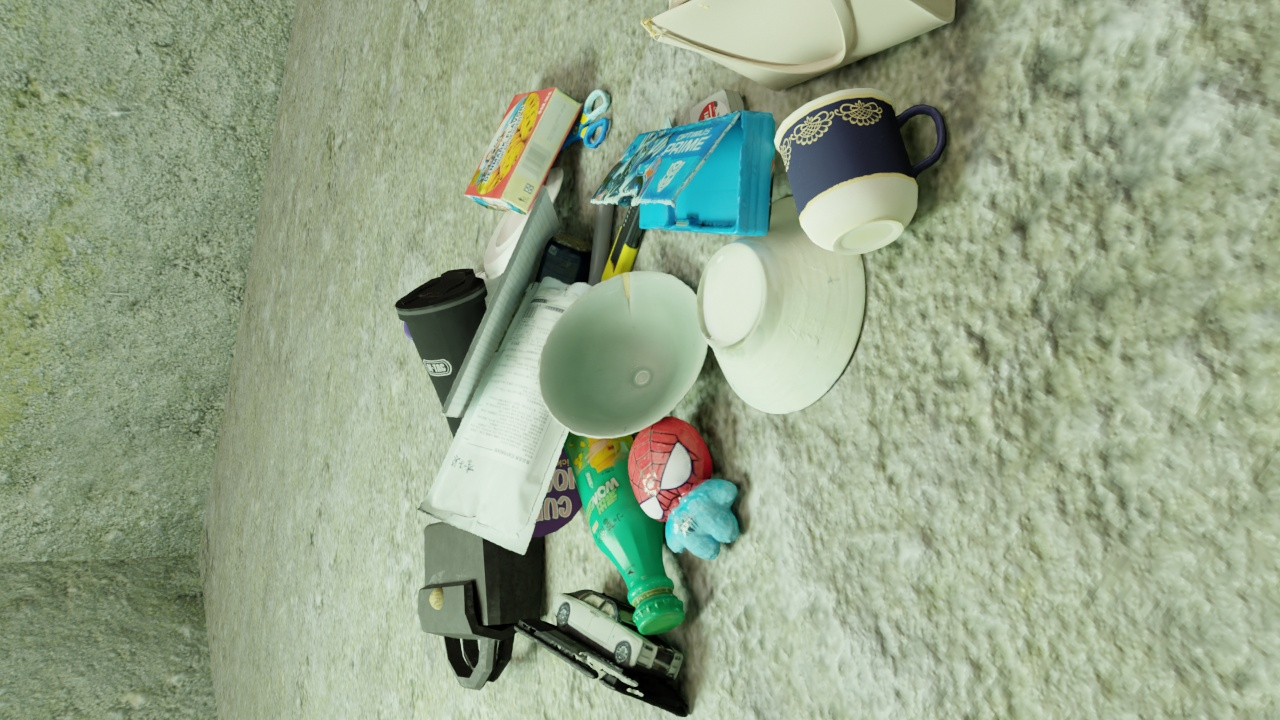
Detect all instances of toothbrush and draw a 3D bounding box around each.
[{"bbox_3d":[-0.046,-0.088,0.978,0.018,0.019,0.188,7,93,13],"label":"toothbrush"}]

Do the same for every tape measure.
[{"bbox_3d":[0.070,-0.203,0.813,0.062,0.020,0.060,-18,76,56],"label":"tape measure"}]

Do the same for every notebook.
[{"bbox_3d":[-0.142,-0.052,0.981,0.178,0.013,0.245,94,-161,-85],"label":"notebook"}]

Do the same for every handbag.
[{"bbox_3d":[0.085,-0.268,0.637,0.195,0.197,0.101,-3,84,57],"label":"handbag"},{"bbox_3d":[-0.202,0.288,1.094,0.198,0.102,0.199,-24,66,54],"label":"handbag"}]

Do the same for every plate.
[{"bbox_3d":[-0.142,-0.165,1.080,0.157,0.014,0.156,-44,26,28],"label":"plate"}]

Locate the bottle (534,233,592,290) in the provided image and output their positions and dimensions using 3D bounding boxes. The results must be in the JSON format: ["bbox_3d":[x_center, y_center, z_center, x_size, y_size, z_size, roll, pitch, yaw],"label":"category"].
[{"bbox_3d":[-0.096,-0.059,1.020,0.056,0.056,0.161,47,125,49],"label":"bottle"}]

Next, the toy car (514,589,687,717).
[{"bbox_3d":[-0.032,0.262,0.868,0.192,0.094,0.071,6,70,57],"label":"toy car"}]

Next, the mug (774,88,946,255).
[{"bbox_3d":[0.157,-0.127,0.628,0.112,0.085,0.089,-17,70,18],"label":"mug"}]

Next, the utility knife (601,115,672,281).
[{"bbox_3d":[-0.001,-0.153,0.921,0.029,0.020,0.188,47,123,47],"label":"utility knife"}]

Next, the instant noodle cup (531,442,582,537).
[{"bbox_3d":[-0.135,0.117,1.014,0.122,0.121,0.137,-179,85,-67],"label":"instant noodle cup"}]

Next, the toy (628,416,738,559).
[{"bbox_3d":[0.034,0.111,0.796,0.133,0.062,0.092,56,135,30],"label":"toy"}]

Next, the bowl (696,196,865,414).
[{"bbox_3d":[0.092,-0.047,0.726,0.177,0.057,0.176,-11,77,56],"label":"bowl"}]

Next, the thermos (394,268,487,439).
[{"bbox_3d":[-0.211,0.009,1.093,0.106,0.105,0.219,20,128,56],"label":"thermos"}]

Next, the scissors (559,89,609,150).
[{"bbox_3d":[-0.070,-0.256,1.045,0.131,0.022,0.070,-20,69,50],"label":"scissors"}]

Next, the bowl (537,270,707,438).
[{"bbox_3d":[-0.005,0.005,0.853,0.174,0.068,0.174,-14,55,20],"label":"bowl"}]

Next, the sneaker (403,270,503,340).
[{"bbox_3d":[-0.229,-0.074,1.175,0.245,0.111,0.091,-29,62,52],"label":"sneaker"}]

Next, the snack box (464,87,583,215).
[{"bbox_3d":[-0.141,-0.246,1.080,0.145,0.040,0.142,23,87,61],"label":"snack box"}]

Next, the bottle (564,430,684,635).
[{"bbox_3d":[-0.013,0.150,0.853,0.068,0.068,0.209,-55,43,38],"label":"bottle"}]

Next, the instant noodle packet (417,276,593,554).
[{"bbox_3d":[-0.114,0.047,0.918,0.147,0.057,0.268,12,75,37],"label":"instant noodle packet"}]

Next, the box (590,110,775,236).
[{"bbox_3d":[0.024,-0.153,0.764,0.243,0.085,0.092,-152,62,-71],"label":"box"}]
